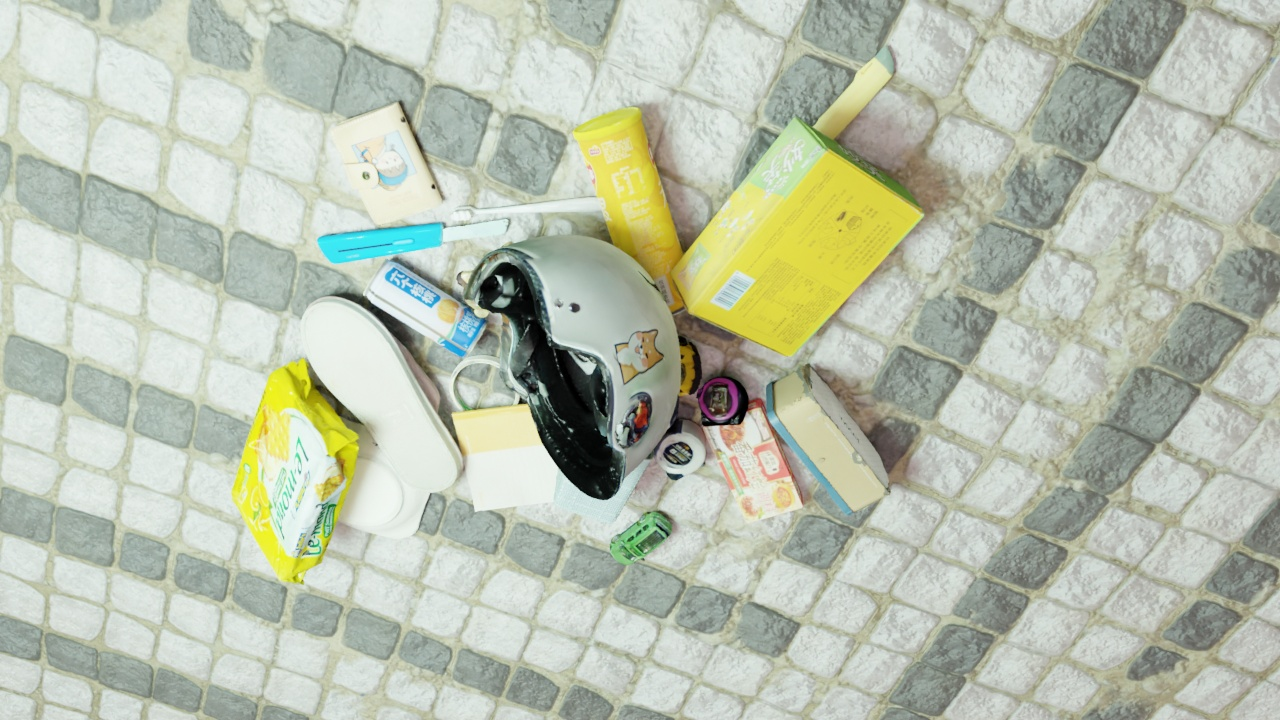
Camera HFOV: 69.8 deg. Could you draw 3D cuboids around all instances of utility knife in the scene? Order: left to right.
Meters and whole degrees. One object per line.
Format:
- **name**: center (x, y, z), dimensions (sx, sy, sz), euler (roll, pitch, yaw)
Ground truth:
- **utility knife**: center (-0.251, -0.136, 1.019), dimensions (0.219, 0.018, 0.034), euler (-7, 116, 8)
- **utility knife**: center (0.176, -0.224, 0.929), dimensions (0.031, 0.022, 0.216), euler (39, 108, -13)

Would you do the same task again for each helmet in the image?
- **helmet**: center (-0.045, -0.011, 0.927), dimensions (0.156, 0.230, 0.274), euler (-33, 117, -22)

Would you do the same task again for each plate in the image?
- **plate**: center (-0.353, 0.160, 1.174), dimensions (0.164, 0.034, 0.164), euler (19, 117, -5)

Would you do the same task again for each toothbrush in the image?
- **toothbrush**: center (-0.117, -0.164, 0.991), dimensions (0.180, 0.016, 0.016), euler (-3, 119, 7)

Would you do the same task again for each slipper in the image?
- **slipper**: center (-0.301, 0.039, 1.094), dimensions (0.114, 0.054, 0.274), euler (-25, 109, 17)

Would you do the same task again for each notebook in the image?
- **notebook**: center (-0.116, 0.115, 1.128), dimensions (0.206, 0.010, 0.146), euler (-6, 117, 2)

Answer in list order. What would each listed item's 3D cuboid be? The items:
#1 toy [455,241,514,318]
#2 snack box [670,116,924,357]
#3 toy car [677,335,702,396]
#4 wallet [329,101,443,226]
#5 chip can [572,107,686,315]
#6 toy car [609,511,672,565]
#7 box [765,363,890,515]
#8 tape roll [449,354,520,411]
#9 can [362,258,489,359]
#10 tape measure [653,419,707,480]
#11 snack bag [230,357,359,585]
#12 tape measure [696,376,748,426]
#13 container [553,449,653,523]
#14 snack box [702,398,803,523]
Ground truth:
- **toy**: center (-0.120, -0.092, 1.009), dimensions (0.157, 0.066, 0.105), euler (-14, 127, 4)
- **snack box**: center (0.155, -0.117, 0.928), dimensions (0.157, 0.070, 0.210), euler (21, 120, -34)
- **toy car**: center (-0.006, 0.006, 1.056), dimensions (0.156, 0.041, 0.071), euler (6, 117, 4)
- **wallet**: center (-0.274, -0.207, 0.982), dimensions (0.087, 0.024, 0.115), euler (-17, 116, 8)
- **chip can**: center (-0.002, -0.150, 0.956), dimensions (0.072, 0.072, 0.213), euler (-14, 115, 12)
- **toy car**: center (-0.001, 0.231, 1.176), dimensions (0.043, 0.036, 0.091), euler (41, 118, -17)
- **box**: center (0.211, 0.086, 1.050), dimensions (0.062, 0.089, 0.184), euler (-35, 107, 22)
- **tape roll**: center (-0.186, 0.034, 1.102), dimensions (0.086, 0.013, 0.086), euler (2, 117, 4)
- **can**: center (-0.242, -0.058, 1.037), dimensions (0.134, 0.053, 0.053), euler (33, 116, -11)
- **tape measure**: center (0.047, 0.105, 1.106), dimensions (0.066, 0.033, 0.066), euler (-28, 113, 21)
- **snack bag**: center (-0.415, 0.135, 1.114), dimensions (0.158, 0.068, 0.247), euler (45, 122, 28)
- **tape measure**: center (0.095, 0.047, 1.055), dimensions (0.057, 0.039, 0.057), euler (-2, 80, 19)
- **container**: center (-0.047, 0.121, 1.079), dimensions (0.090, 0.089, 0.112), euler (20, 118, -11)
- **snack box**: center (0.137, 0.123, 1.110), dimensions (0.075, 0.025, 0.153), euler (-19, 114, 15)
